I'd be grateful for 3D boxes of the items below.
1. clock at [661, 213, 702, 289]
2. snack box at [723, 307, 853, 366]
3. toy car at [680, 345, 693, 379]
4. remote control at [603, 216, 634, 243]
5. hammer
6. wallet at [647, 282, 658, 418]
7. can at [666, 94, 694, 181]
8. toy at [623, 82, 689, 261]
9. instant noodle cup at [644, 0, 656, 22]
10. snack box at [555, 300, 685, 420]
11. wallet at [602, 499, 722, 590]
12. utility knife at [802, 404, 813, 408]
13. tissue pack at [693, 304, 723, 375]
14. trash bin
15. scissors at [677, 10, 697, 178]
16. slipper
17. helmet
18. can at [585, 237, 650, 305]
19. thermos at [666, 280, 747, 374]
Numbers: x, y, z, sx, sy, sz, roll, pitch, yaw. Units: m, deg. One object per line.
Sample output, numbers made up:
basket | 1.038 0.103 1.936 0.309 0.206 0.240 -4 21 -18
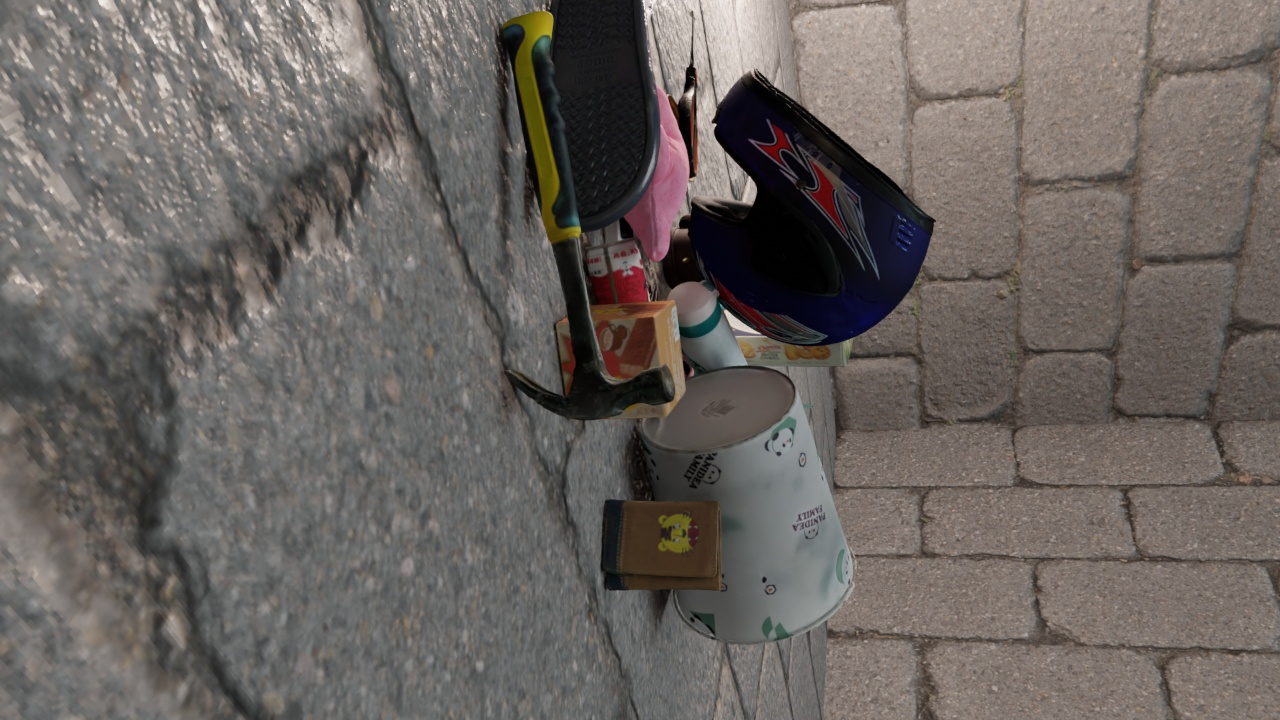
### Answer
clock | 0.066 -0.144 1.214 0.121 0.055 0.082 -71 152 -45
snack box | 0.201 -0.050 1.261 0.182 0.178 0.046 -56 142 -58
toy car | 0.053 0.000 1.184 0.122 0.037 0.056 62 31 -57
remote control | -0.020 -0.117 0.980 0.058 0.021 0.150 -16 104 -73
hammer | -0.065 -0.112 0.710 0.032 0.126 0.323 10 67 -71
wallet | 0.014 -0.012 1.029 0.096 0.020 0.122 -76 163 -51
can | 0.027 -0.266 1.116 0.148 0.049 0.074 41 48 -68
toy | 0.011 -0.197 0.916 0.194 0.074 0.179 -92 180 -73
instant noodle cup | -0.031 -0.405 0.923 0.173 0.060 0.138 -73 155 -46
snack box | -0.016 -0.001 0.841 0.076 0.094 0.093 -45 130 -68
wallet | 0.022 0.183 0.907 0.033 0.115 0.090 49 41 -73
utility knife | 0.128 0.062 1.160 0.034 0.194 0.018 114 -27 -65
tissue pack | 0.100 -0.037 1.324 0.093 0.050 0.133 -10 96 -71
trash bin | 0.116 0.158 1.075 0.229 0.230 0.252 -65 142 -58
scissors | 0.060 -0.323 1.120 0.143 0.022 0.234 81 12 -45
slipper | -0.030 -0.225 0.816 0.083 0.111 0.267 56 31 -65
helmet | 0.175 -0.158 1.099 0.315 0.241 0.246 41 18 2
can | -0.016 -0.051 0.903 0.053 0.053 0.133 -34 112 -71
thermos | 0.088 -0.010 1.130 0.224 0.073 0.073 59 32 -50
